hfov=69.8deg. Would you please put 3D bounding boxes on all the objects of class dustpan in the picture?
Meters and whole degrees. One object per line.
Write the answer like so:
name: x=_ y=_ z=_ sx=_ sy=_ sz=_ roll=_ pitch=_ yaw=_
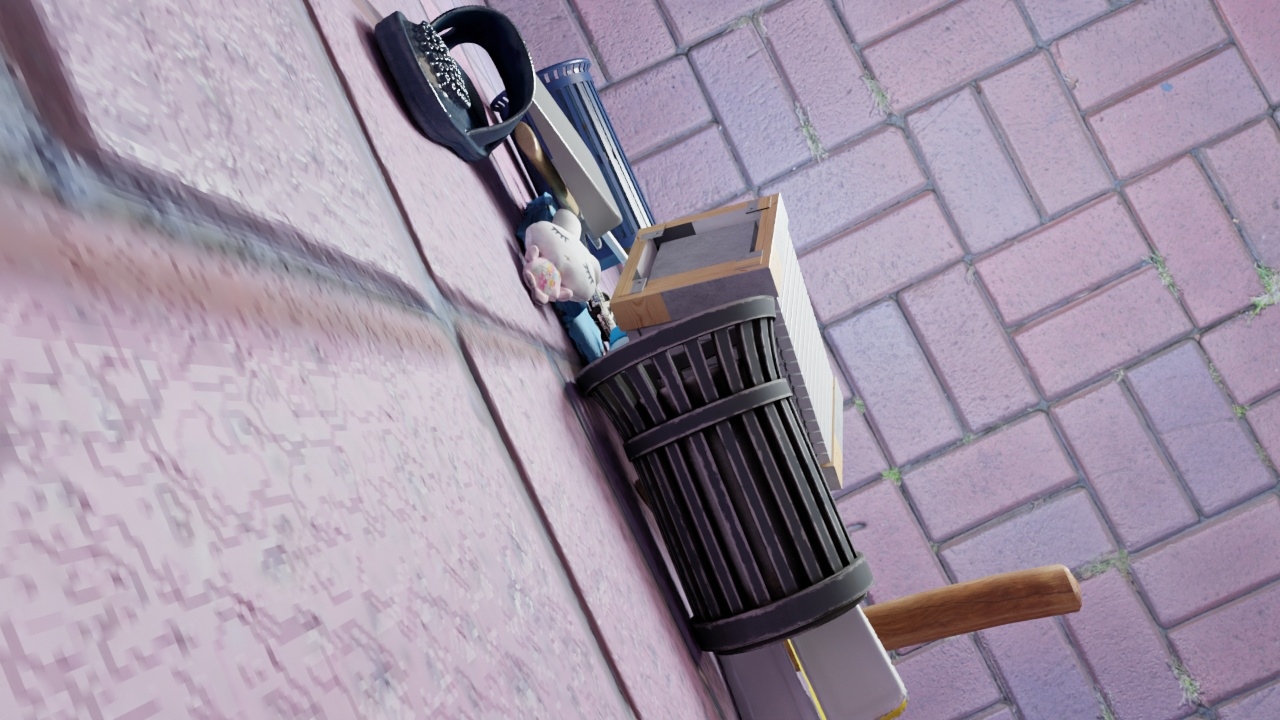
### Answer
dustpan: x=-0.057 y=-0.172 z=0.866 sx=0.257 sy=0.033 sz=0.163 roll=51 pitch=11 yaw=-37

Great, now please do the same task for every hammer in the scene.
hammer: x=-0.080 y=-0.176 z=0.894 sx=0.119 sy=0.031 sz=0.331 roll=64 pitch=0 yaw=2
hammer: x=0.227 y=0.235 z=0.796 sx=0.037 sy=0.301 sz=0.157 roll=61 pitch=16 yaw=-46

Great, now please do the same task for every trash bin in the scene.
trash bin: x=-0.077 y=-0.240 z=1.180 sx=0.139 sy=0.139 sz=0.249 roll=-91 pitch=156 yaw=-83
trash bin: x=0.068 y=0.089 z=0.695 sx=0.164 sy=0.164 sz=0.227 roll=44 pitch=24 yaw=-81
trash bin: x=0.093 y=-0.005 z=0.878 sx=0.142 sy=0.143 sz=0.247 roll=-72 pitch=145 yaw=-53

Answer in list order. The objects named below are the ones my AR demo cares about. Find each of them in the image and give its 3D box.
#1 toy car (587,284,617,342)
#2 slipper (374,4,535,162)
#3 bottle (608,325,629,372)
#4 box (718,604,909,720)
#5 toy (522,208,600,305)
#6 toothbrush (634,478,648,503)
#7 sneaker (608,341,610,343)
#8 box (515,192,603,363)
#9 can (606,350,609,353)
toy car: x=-0.045 y=-0.066 z=1.159 sx=0.112 sy=0.040 sz=0.048 roll=-113 pitch=177 yaw=-54
slipper: x=-0.117 y=-0.203 z=0.659 sx=0.263 sy=0.082 sz=0.101 roll=-101 pitch=167 yaw=-78
bottle: x=-0.005 y=0.006 z=0.927 sx=0.051 sy=0.051 sz=0.146 roll=60 pitch=15 yaw=-54
box: x=0.120 y=0.221 z=0.744 sx=0.034 sy=0.129 sz=0.209 roll=47 pitch=13 yaw=-36
toy: x=-0.063 y=-0.081 z=0.745 sx=0.076 sy=0.037 sz=0.125 roll=59 pitch=23 yaw=-10
toothbrush: x=0.028 y=0.148 z=0.830 sx=0.016 sy=0.016 sz=0.167 roll=64 pitch=1 yaw=41
sneaker: x=0.061 y=0.027 z=1.220 sx=0.101 sy=0.143 sz=0.237 roll=59 pitch=6 yaw=-63
box: x=-0.069 y=-0.072 z=0.914 sx=0.231 sy=0.033 sz=0.174 roll=-108 pitch=174 yaw=-71
can: x=-0.004 y=0.017 z=1.031 sx=0.054 sy=0.054 sz=0.135 roll=65 pitch=3 yaw=14
